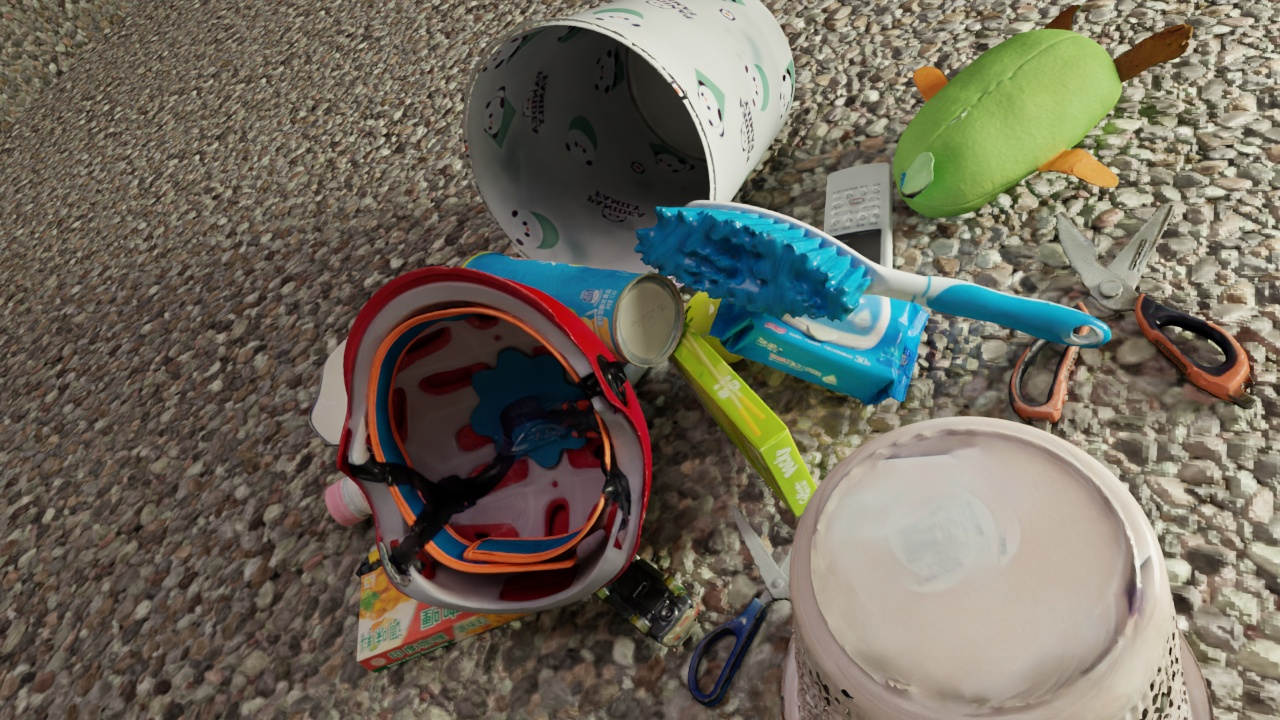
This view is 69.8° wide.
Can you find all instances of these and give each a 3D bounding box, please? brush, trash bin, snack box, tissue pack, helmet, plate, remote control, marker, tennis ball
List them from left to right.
[{"bbox_3d":[-0.230,0.002,0.880,0.205,0.045,0.204,-26,41,25],"label":"plate"},{"bbox_3d":[-0.147,0.179,0.716,0.156,0.027,0.077,-23,45,9],"label":"snack box"},{"bbox_3d":[-0.092,0.047,0.648,0.207,0.240,0.143,-16,6,16],"label":"helmet"},{"bbox_3d":[-0.005,0.005,0.795,0.130,0.022,0.018,-54,12,-19],"label":"marker"},{"bbox_3d":[0.010,-0.216,0.810,0.230,0.230,0.251,3,34,31],"label":"trash bin"},{"bbox_3d":[0.067,-0.030,0.753,0.065,0.065,0.065,-15,46,17],"label":"tennis ball"},{"bbox_3d":[0.070,0.038,0.673,0.026,0.086,0.156,-36,41,-3],"label":"snack box"},{"bbox_3d":[0.135,-0.032,0.694,0.157,0.052,0.094,21,61,7],"label":"tissue pack"},{"bbox_3d":[0.188,-0.115,0.793,0.058,0.021,0.149,-8,48,23],"label":"remote control"},{"bbox_3d":[0.156,-0.053,0.630,0.315,0.061,0.109,22,29,20],"label":"brush"},{"bbox_3d":[0.164,0.137,0.451,0.228,0.192,0.227,-12,50,14],"label":"trash bin"}]

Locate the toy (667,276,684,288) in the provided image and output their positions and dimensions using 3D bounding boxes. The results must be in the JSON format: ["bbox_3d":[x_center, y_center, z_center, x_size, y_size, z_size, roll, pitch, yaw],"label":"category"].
[{"bbox_3d":[-0.001,-0.093,0.859,0.083,0.039,0.108,-22,38,-40],"label":"toy"}]

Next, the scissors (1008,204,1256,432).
[{"bbox_3d":[0.331,-0.032,0.647,0.189,0.015,0.225,-27,43,5],"label":"scissors"}]

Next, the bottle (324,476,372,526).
[{"bbox_3d":[-0.181,0.084,0.794,0.197,0.068,0.068,-29,44,9],"label":"bottle"}]

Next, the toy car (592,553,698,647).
[{"bbox_3d":[0.002,0.165,0.640,0.042,0.035,0.090,-46,37,-16],"label":"toy car"}]

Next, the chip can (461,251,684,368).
[{"bbox_3d":[-0.064,-0.045,0.731,0.211,0.071,0.071,12,59,46],"label":"chip can"}]

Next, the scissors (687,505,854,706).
[{"bbox_3d":[0.091,0.162,0.610,0.162,0.012,0.176,-40,42,-10],"label":"scissors"}]

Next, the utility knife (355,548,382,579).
[{"bbox_3d":[-0.145,0.128,0.769,0.219,0.015,0.033,-30,46,1],"label":"utility knife"}]

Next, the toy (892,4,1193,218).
[{"bbox_3d":[0.308,-0.204,0.757,0.247,0.090,0.227,-37,43,0],"label":"toy"}]
